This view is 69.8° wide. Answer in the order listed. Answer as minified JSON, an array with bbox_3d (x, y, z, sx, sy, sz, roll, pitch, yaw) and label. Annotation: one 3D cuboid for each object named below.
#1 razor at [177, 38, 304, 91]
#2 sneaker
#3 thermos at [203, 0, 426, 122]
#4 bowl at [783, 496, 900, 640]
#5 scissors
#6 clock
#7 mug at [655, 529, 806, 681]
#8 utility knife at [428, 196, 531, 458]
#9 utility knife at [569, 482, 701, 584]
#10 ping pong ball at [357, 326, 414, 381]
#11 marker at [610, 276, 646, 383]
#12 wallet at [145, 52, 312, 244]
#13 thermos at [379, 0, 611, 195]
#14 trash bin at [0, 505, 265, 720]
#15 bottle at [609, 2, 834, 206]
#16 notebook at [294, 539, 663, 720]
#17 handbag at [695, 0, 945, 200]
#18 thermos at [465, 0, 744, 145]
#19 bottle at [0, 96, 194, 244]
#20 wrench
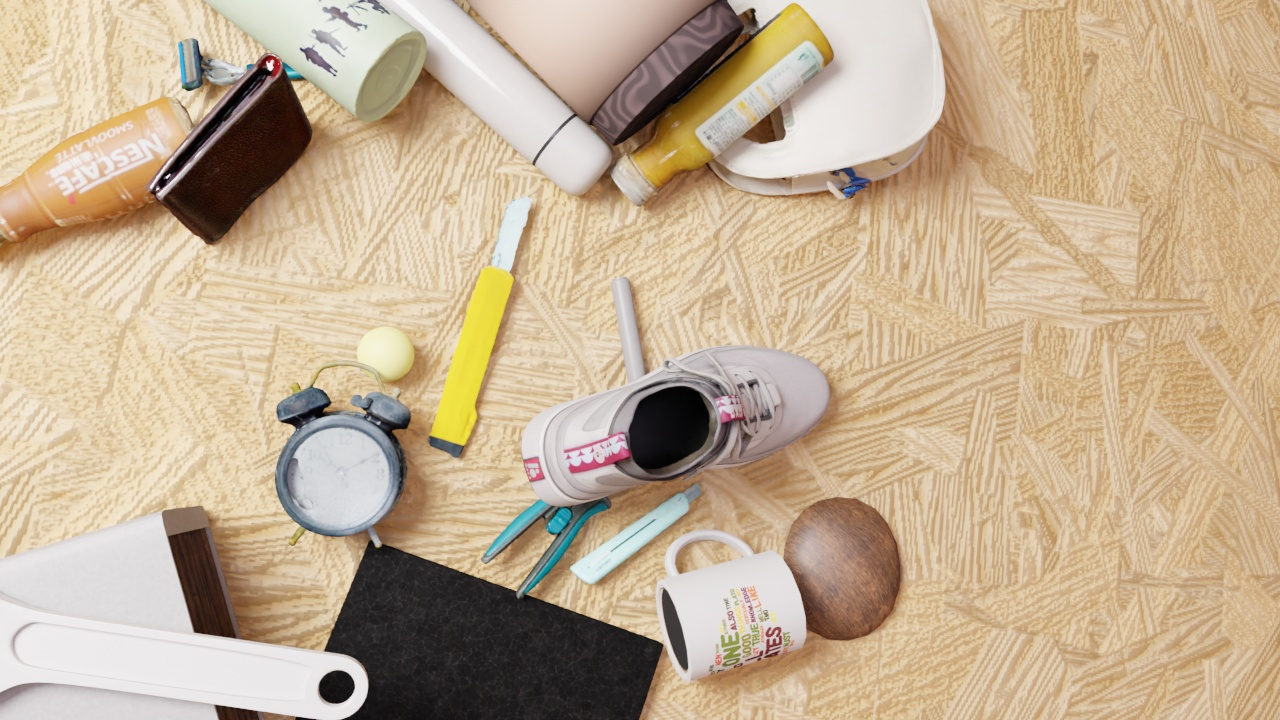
[{"bbox_3d":[-0.263,-0.217,0.682,0.143,0.022,0.042,-7,70,-19],"label":"razor"},{"bbox_3d":[0.053,0.038,0.658,0.262,0.129,0.096,-13,88,-32],"label":"sneaker"},{"bbox_3d":[-0.264,-0.269,0.651,0.231,0.082,0.082,37,76,2],"label":"thermos"},{"bbox_3d":[0.166,0.167,0.731,0.102,0.026,0.114,-2,84,-13],"label":"bowl"},{"bbox_3d":[-0.054,0.115,0.688,0.132,0.019,0.148,1,77,-18],"label":"scissors"},{"bbox_3d":[-0.208,0.065,0.640,0.090,0.052,0.129,3,86,-13],"label":"clock"},{"bbox_3d":[0.061,0.176,0.688,0.089,0.074,0.105,-12,60,-14],"label":"mug"},{"bbox_3d":[-0.117,-0.029,0.693,0.030,0.018,0.206,18,85,-16],"label":"utility knife"},{"bbox_3d":[0.000,0.132,0.704,0.119,0.015,0.022,-34,60,-16],"label":"utility knife"},{"bbox_3d":[-0.184,-0.004,0.663,0.040,0.040,0.040,2,83,-13],"label":"ping pong ball"},{"bbox_3d":[-0.004,0.004,0.717,0.016,0.016,0.140,-9,85,-14],"label":"marker"},{"bbox_3d":[-0.275,-0.140,0.628,0.031,0.099,0.119,36,76,0],"label":"wallet"},{"bbox_3d":[-0.116,-0.214,0.698,0.224,0.052,0.052,42,76,-5],"label":"thermos"},{"bbox_3d":[-0.311,0.219,0.567,0.114,0.115,0.229,-16,87,-15],"label":"trash bin"},{"bbox_3d":[0.058,-0.191,0.703,0.186,0.053,0.053,-38,93,13],"label":"bottle"},{"bbox_3d":[-0.117,0.249,0.659,0.231,0.019,0.169,22,77,-10],"label":"notebook"},{"bbox_3d":[0.133,-0.228,0.751,0.200,0.093,0.200,-12,86,6],"label":"handbag"},{"bbox_3d":[-0.046,-0.285,0.664,0.172,0.173,0.226,-43,96,-15],"label":"thermos"},{"bbox_3d":[-0.378,-0.120,0.622,0.167,0.059,0.059,-30,91,-14],"label":"bottle"},{"bbox_3d":[-0.293,0.175,0.508,0.273,0.018,0.086,14,80,-12],"label":"wrench"}]
